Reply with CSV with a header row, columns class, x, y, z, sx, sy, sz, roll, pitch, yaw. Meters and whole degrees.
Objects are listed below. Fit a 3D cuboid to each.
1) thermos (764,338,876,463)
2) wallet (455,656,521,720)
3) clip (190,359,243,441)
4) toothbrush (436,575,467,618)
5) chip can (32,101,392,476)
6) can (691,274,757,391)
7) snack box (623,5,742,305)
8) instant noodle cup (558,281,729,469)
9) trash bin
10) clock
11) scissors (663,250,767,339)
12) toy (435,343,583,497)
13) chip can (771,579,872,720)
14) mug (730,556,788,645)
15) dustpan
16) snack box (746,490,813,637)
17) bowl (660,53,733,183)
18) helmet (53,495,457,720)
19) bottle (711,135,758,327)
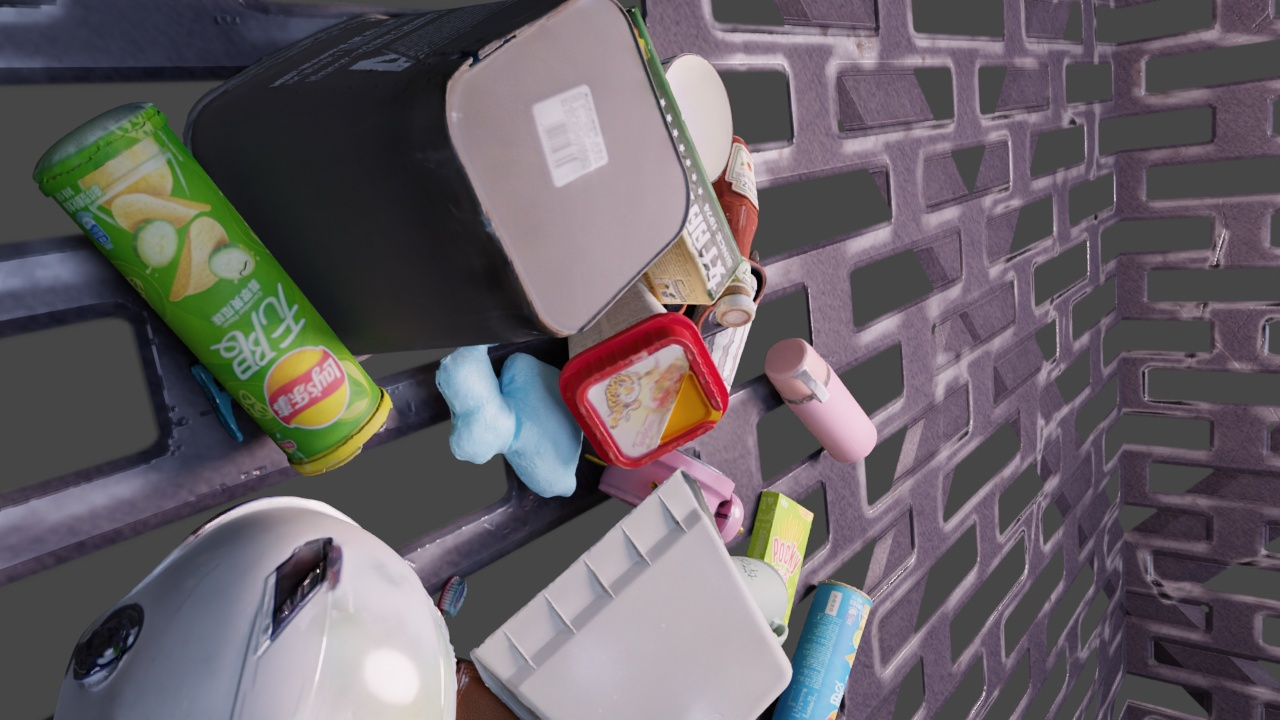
class,x,y,z,sx,sy,sz,roll,pitch,yaw
thermos,0.214,0.052,1.061,0.067,0.087,0.198,-43,133,1
wallet,-0.122,0.291,0.716,0.124,0.032,0.101,34,70,-46
clip,-0.250,0.020,0.556,0.055,0.013,0.034,56,51,-35
toothbrush,-0.168,0.246,0.664,0.016,0.017,0.187,43,60,-42
chip can,-0.232,-0.036,0.516,0.072,0.073,0.221,-52,125,-34
can,0.075,-0.023,0.907,0.058,0.058,0.146,40,62,-44
snack box,-0.014,-0.155,0.749,0.063,0.115,0.240,-52,128,-34
instant noodle cup,-0.004,0.004,0.750,0.117,0.124,0.116,-27,123,3
trash bin,-0.112,-0.112,0.554,0.198,0.220,0.199,-47,126,-36
clock,0.030,0.117,0.822,0.158,0.117,0.059,34,77,-43
scissors,0.035,-0.038,0.859,0.197,0.015,0.213,-7,77,-17
toy,-0.093,0.042,0.717,0.155,0.050,0.161,-25,106,-52
chip can,0.210,0.371,1.086,0.071,0.071,0.209,51,55,-39
mug,0.103,0.247,0.918,0.106,0.112,0.082,19,105,-51
dustpan,0.006,0.256,0.782,0.222,0.143,0.258,-39,99,-18
snack box,0.150,0.234,1.040,0.085,0.026,0.156,36,65,-46
bowl,0.026,-0.213,0.831,0.116,0.066,0.116,-4,95,-51
helmet,-0.197,0.214,0.528,0.229,0.146,0.258,41,62,-44
bottle,0.081,-0.122,0.853,0.059,0.060,0.205,39,40,-44
